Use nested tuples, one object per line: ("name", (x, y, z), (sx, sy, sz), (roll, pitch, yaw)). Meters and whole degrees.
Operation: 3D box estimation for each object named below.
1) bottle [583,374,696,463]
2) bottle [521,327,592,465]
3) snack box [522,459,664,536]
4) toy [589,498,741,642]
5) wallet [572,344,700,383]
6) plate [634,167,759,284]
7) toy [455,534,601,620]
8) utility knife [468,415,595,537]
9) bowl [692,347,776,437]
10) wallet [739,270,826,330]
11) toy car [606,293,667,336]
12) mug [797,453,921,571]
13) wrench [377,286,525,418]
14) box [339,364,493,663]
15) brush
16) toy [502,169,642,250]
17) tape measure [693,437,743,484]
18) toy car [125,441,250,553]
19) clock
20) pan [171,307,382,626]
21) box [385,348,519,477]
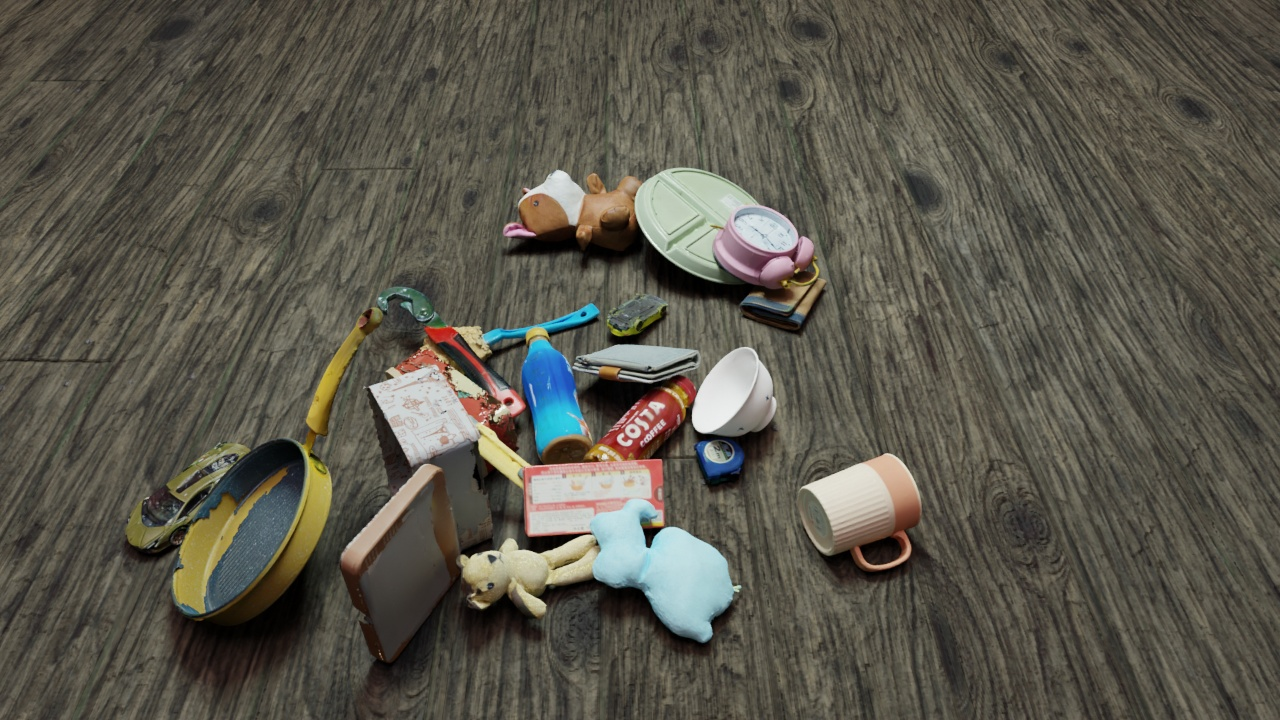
("bottle", (0.004, 0.082, 1.093), (0.057, 0.058, 0.174), (25, 49, 25))
("bottle", (-0.111, 0.037, 1.136), (0.065, 0.065, 0.218), (-10, 44, -10))
("snack box", (-0.051, 0.149, 1.001), (0.152, 0.025, 0.075), (-2, 86, -11))
("toy", (0.027, 0.215, 0.949), (0.156, 0.050, 0.161), (0, 52, -8))
("wallet", (-0.007, 0.007, 1.148), (0.130, 0.037, 0.106), (6, 17, 40))
("plate", (0.102, -0.206, 1.361), (0.230, 0.028, 0.229), (14, 49, -16))
("toy", (-0.109, 0.214, 0.948), (0.157, 0.066, 0.105), (-6, 44, -28))
("utility knife", (-0.118, 0.133, 1.015), (0.205, 0.021, 0.031), (40, 76, -5))
("bowl", (0.124, 0.051, 1.109), (0.064, 0.119, 0.118), (33, 39, -21))
("wallet", (0.203, -0.092, 1.297), (0.090, 0.033, 0.115), (19, 43, 21))
("toy car", (-0.004, -0.061, 1.266), (0.048, 0.032, 0.105), (25, 37, 25))
("mug", (0.240, 0.171, 0.988), (0.105, 0.082, 0.114), (-17, 75, -14))
("wrench", (-0.240, -0.016, 1.172), (0.273, 0.016, 0.056), (39, 62, 24))
("box", (-0.222, 0.151, 0.936), (0.134, 0.180, 0.270), (0, 42, -2))
("brush", (-0.173, -0.033, 1.239), (0.254, 0.046, 0.083), (-18, 42, -22))
("toy", (-0.100, -0.228, 1.388), (0.200, 0.131, 0.139), (3, 37, 18))
("tape measure", (0.094, 0.118, 1.077), (0.054, 0.025, 0.058), (-9, 48, -11))
("toy car", (-0.507, 0.154, 1.039), (0.070, 0.042, 0.157), (25, 51, 25))
("clock", (0.179, -0.154, 1.286), (0.158, 0.060, 0.117), (40, 47, 15))
("pan", (-0.359, 0.103, 0.938), (0.357, 0.078, 0.198), (-51, 40, -5))
("box", (-0.220, 0.055, 1.100), (0.168, 0.091, 0.076), (32, 55, 30))
